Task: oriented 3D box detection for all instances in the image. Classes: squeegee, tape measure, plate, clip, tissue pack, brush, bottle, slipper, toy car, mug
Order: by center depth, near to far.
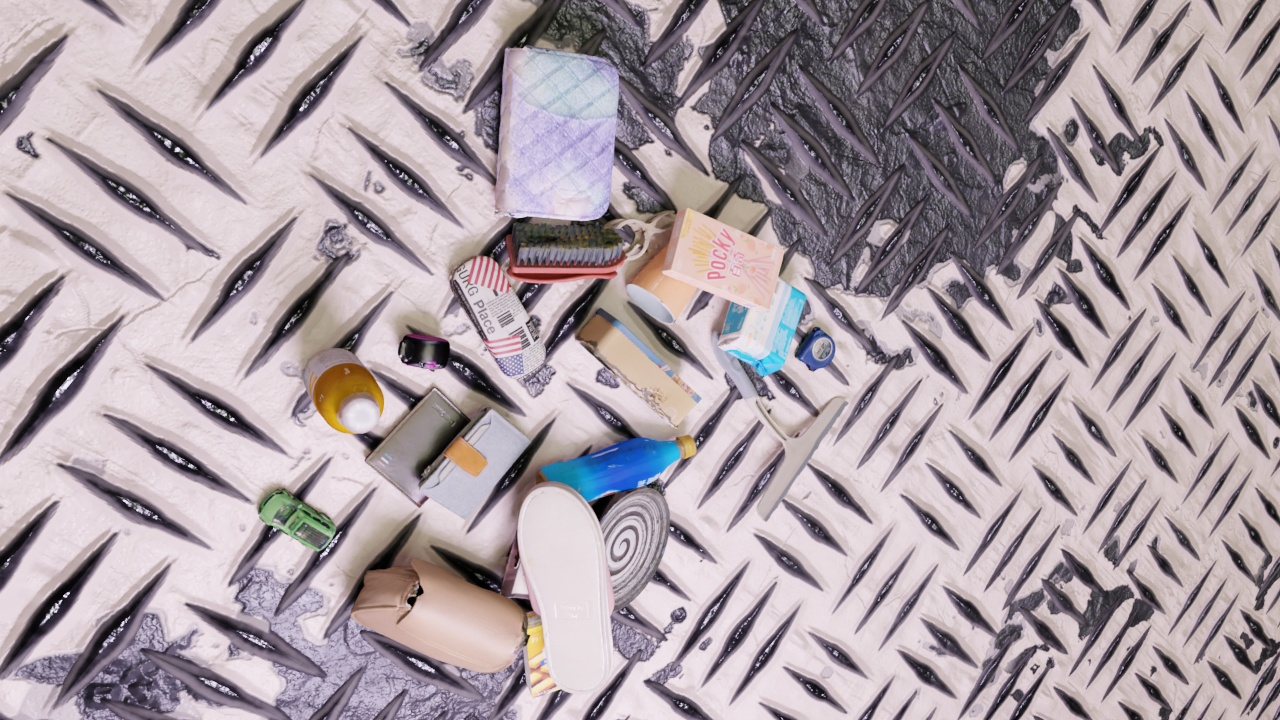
[{"bbox_3d":[-0.314,0.035,0.977,0.068,0.190,0.068,-6,105,-25],"label":"bottle"},{"bbox_3d":[-0.396,0.186,1.060,0.091,0.036,0.043,40,84,-23],"label":"toy car"},{"bbox_3d":[-0.253,-0.008,1.073,0.058,0.057,0.039,8,94,-11],"label":"tape measure"},{"bbox_3d":[-0.089,-0.127,1.121,0.145,0.063,0.069,-1,137,-18],"label":"brush"},{"bbox_3d":[-0.087,0.279,1.137,0.114,0.054,0.274,-9,98,10],"label":"slipper"},{"bbox_3d":[0.001,-0.154,1.180,0.103,0.035,0.092,-3,98,-33],"label":"clip"},{"bbox_3d":[0.049,-0.117,1.189,0.078,0.078,0.122,46,75,-26],"label":"mug"},{"bbox_3d":[-0.027,0.142,1.211,0.218,0.065,0.065,-16,107,-22],"label":"bottle"},{"bbox_3d":[-0.022,0.252,1.235,0.179,0.024,0.180,-24,123,-44],"label":"plate"},{"bbox_3d":[0.165,-0.058,1.251,0.090,0.063,0.139,29,70,-27],"label":"tissue pack"},{"bbox_3d":[0.163,0.055,1.300,0.246,0.039,0.245,52,59,-19],"label":"squeegee"},{"bbox_3d":[0.256,-0.015,1.337,0.054,0.025,0.058,36,89,-29],"label":"tape measure"}]

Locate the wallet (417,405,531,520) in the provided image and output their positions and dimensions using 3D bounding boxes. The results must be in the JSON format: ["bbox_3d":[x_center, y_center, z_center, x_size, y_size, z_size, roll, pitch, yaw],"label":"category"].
[{"bbox_3d":[-0.201,0.126,1.121,0.129,0.037,0.106,-50,144,-8],"label":"wallet"}]

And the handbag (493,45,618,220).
[{"bbox_3d":[-0.101,-0.262,1.083,0.134,0.075,0.194,2,99,-22],"label":"handbag"}]

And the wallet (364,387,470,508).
[{"bbox_3d":[-0.260,0.106,1.118,0.122,0.020,0.096,-47,116,-12],"label":"wallet"}]

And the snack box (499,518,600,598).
[{"bbox_3d":[-0.121,0.254,1.197,0.125,0.053,0.113,13,95,-27],"label":"snack box"}]

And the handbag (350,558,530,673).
[{"bbox_3d":[-0.235,0.305,1.105,0.204,0.148,0.099,34,56,-29],"label":"handbag"}]

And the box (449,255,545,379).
[{"bbox_3d":[-0.174,-0.052,1.116,0.071,0.057,0.164,-26,111,-1],"label":"box"}]

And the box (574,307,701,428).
[{"bbox_3d":[-0.007,0.007,1.179,0.059,0.090,0.184,-47,118,-3],"label":"box"}]

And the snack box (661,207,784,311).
[{"bbox_3d":[0.107,-0.126,1.165,0.157,0.026,0.084,19,81,-28],"label":"snack box"}]

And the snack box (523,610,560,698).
[{"bbox_3d":[-0.111,0.380,1.216,0.086,0.033,0.141,-13,124,-19],"label":"snack box"}]
